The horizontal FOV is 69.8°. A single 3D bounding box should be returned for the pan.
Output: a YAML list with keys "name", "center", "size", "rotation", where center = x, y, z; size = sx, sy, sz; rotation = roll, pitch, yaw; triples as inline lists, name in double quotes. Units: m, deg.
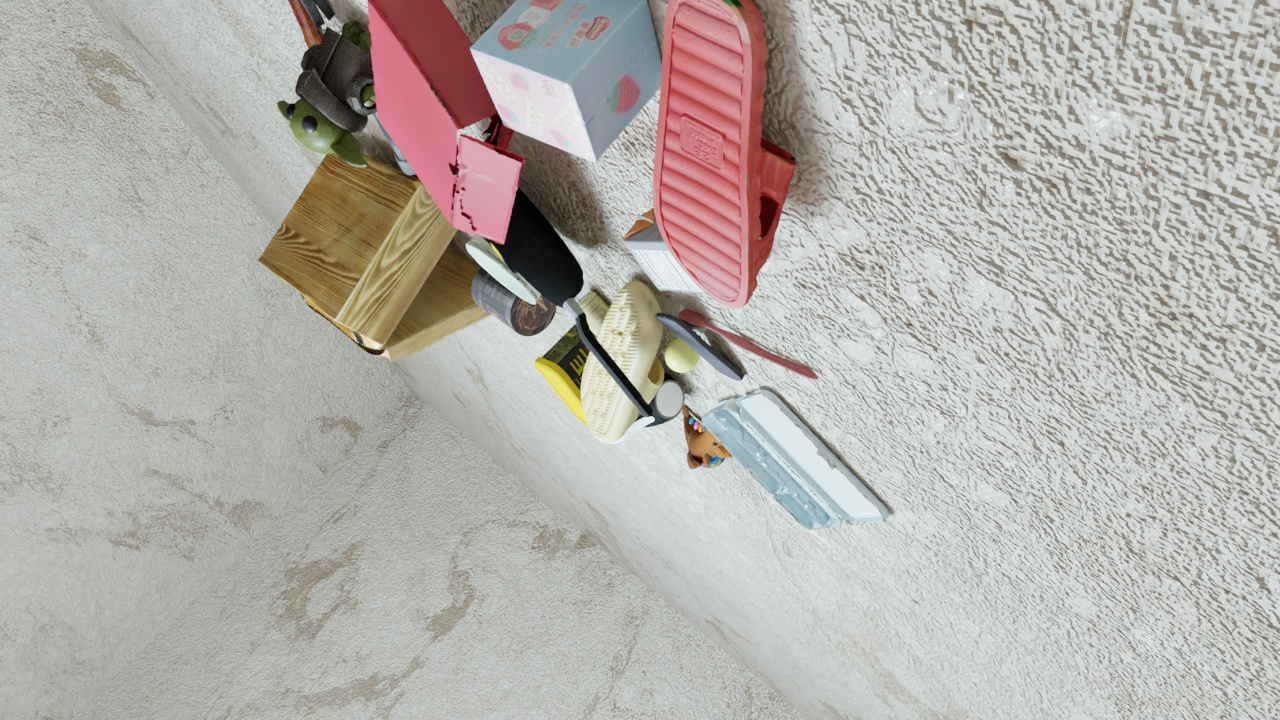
- name: "pan"
  center: [-0.089, -0.088, 1.006]
  size: [0.355, 0.044, 0.204]
  rotation: [51, -173, 3]

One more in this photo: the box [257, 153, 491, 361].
- name: "box"
  center: [-0.388, -0.131, 1.419]
  size: [0.279, 0.269, 0.264]
  rotation: [30, 174, 40]

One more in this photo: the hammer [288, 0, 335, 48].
- name: "hammer"
  center: [-0.420, -0.410, 1.187]
  size: [0.111, 0.028, 0.301]
  rotation: [42, 164, 9]

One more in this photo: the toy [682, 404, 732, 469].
- name: "toy"
  center: [0.086, 0.093, 1.219]
  size: [0.103, 0.070, 0.090]
  rotation: [62, 157, 20]

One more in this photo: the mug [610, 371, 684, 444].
- name: "mug"
  center: [-0.003, 0.061, 1.202]
  size: [0.100, 0.118, 0.085]
  rotation: [4, 143, 51]

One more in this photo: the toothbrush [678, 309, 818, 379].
- name: "toothbrush"
  center: [0.108, -0.015, 0.936]
  size: [0.184, 0.015, 0.016]
  rotation: [28, 160, 40]

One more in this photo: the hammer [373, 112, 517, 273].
- name: "hammer"
  center: [-0.239, -0.218, 1.133]
  size: [0.324, 0.034, 0.170]
  rotation: [47, 166, 25]

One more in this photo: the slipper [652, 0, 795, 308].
- name: "slipper"
  center: [0.061, -0.147, 0.645]
  size: [0.103, 0.059, 0.249]
  rotation: [34, 146, 33]

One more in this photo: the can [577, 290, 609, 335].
- name: "can"
  center: [-0.047, -0.050, 1.171]
  size: [0.079, 0.038, 0.038]
  rotation: [46, 164, -8]

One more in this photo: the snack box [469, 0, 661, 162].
- name: "snack box"
  center: [-0.050, -0.213, 0.665]
  size: [0.095, 0.092, 0.079]
  rotation: [27, 158, 27]

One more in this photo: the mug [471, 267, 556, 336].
- name: "mug"
  center: [-0.173, -0.086, 1.334]
  size: [0.107, 0.080, 0.115]
  rotation: [31, -175, 42]

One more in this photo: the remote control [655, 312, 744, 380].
- name: "remote control"
  center: [0.068, -0.014, 0.999]
  size: [0.124, 0.009, 0.046]
  rotation: [39, 170, -30]

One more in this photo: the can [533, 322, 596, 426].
- name: "can"
  center: [-0.065, 0.016, 1.264]
  size: [0.073, 0.101, 0.131]
  rotation: [21, 152, 53]

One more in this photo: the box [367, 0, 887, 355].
- name: "box"
  center: [-0.041, -0.133, 0.819]
  size: [0.467, 0.138, 0.215]
  rotation: [37, 163, -3]

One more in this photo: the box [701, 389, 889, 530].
- name: "box"
  center: [0.178, 0.118, 1.079]
  size: [0.209, 0.037, 0.190]
  rotation: [44, 156, -3]

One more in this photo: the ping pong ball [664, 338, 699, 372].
- name: "ping pong ball"
  center: [0.048, -0.006, 1.050]
  size: [0.040, 0.040, 0.040]
  rotation: [40, 163, 14]

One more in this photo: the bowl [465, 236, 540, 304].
- name: "bowl"
  center: [-0.162, -0.132, 1.187]
  size: [0.117, 0.061, 0.117]
  rotation: [39, 171, 7]

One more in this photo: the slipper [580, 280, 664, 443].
- name: "slipper"
  center: [-0.007, 0.006, 1.103]
  size: [0.262, 0.079, 0.111]
  rotation: [112, 145, -49]

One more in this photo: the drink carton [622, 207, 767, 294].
- name: "drink carton"
  center: [0.045, -0.098, 0.815]
  size: [0.076, 0.048, 0.125]
  rotation: [52, 162, -25]

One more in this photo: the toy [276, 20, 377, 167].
- name: "toy"
  center: [-0.354, -0.315, 1.070]
  size: [0.179, 0.153, 0.078]
  rotation: [36, -171, 27]
